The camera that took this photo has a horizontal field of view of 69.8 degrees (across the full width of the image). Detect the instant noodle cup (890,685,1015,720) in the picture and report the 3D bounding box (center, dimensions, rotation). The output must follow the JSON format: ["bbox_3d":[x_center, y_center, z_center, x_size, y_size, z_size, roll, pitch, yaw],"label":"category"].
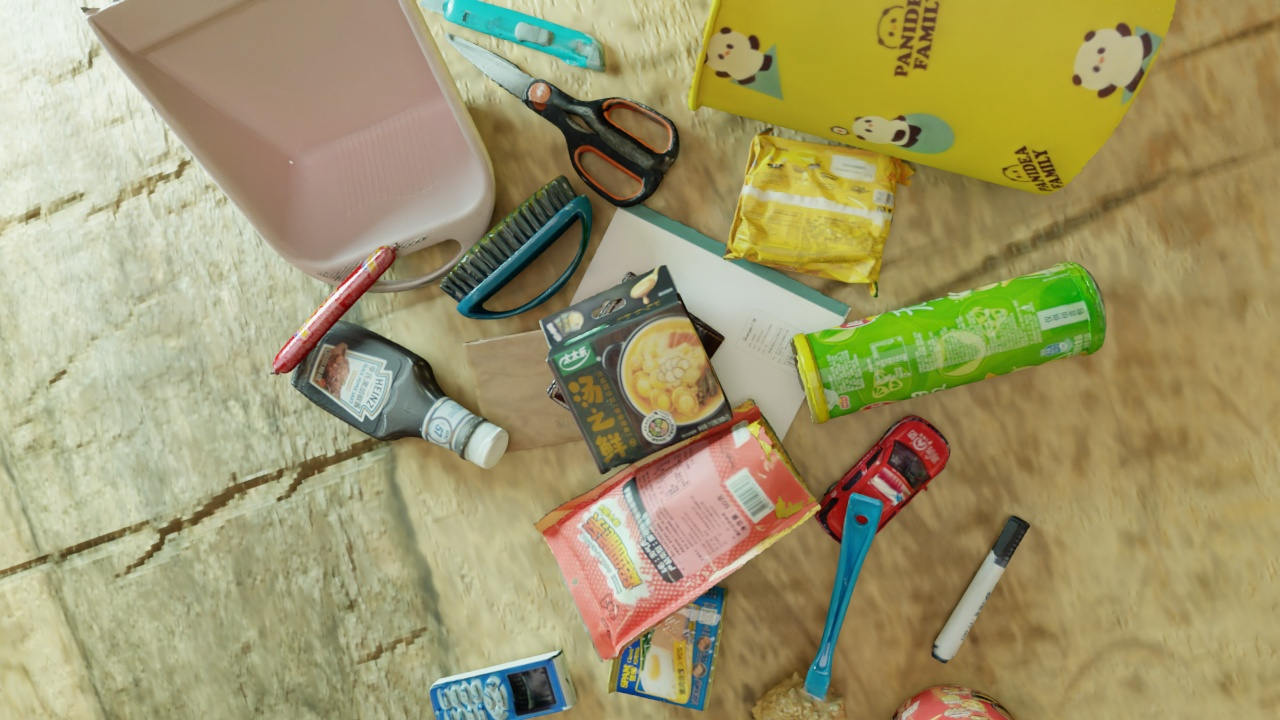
[{"bbox_3d":[0.242,0.318,0.692,0.138,0.108,0.138,1,94,10],"label":"instant noodle cup"}]

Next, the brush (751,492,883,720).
[{"bbox_3d":[0.145,0.222,0.719,0.083,0.045,0.255,17,105,17],"label":"brush"}]

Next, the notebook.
[{"bbox_3d":[0.045,-0.023,0.755,0.209,0.012,0.150,27,98,8],"label":"notebook"}]

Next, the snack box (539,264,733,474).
[{"bbox_3d":[-0.005,0.007,0.711,0.113,0.053,0.126,-24,103,7],"label":"snack box"}]

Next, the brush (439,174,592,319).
[{"bbox_3d":[-0.094,-0.083,0.755,0.144,0.055,0.073,-41,94,10],"label":"brush"}]

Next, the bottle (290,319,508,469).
[{"bbox_3d":[-0.202,0.033,0.776,0.195,0.044,0.080,26,97,14],"label":"bottle"}]

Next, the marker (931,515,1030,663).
[{"bbox_3d":[0.267,0.181,0.724,0.018,0.022,0.131,36,101,50],"label":"marker"}]

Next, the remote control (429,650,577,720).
[{"bbox_3d":[-0.120,0.289,0.798,0.125,0.024,0.049,-16,91,12],"label":"remote control"}]

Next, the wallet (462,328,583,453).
[{"bbox_3d":[-0.085,0.023,0.769,0.115,0.020,0.101,-10,101,13],"label":"wallet"}]

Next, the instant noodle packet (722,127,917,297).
[{"bbox_3d":[0.139,-0.116,0.716,0.128,0.044,0.111,14,95,7],"label":"instant noodle packet"}]

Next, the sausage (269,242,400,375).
[{"bbox_3d":[-0.255,-0.043,0.762,0.156,0.020,0.020,-45,85,6],"label":"sausage"}]

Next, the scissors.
[{"bbox_3d":[-0.081,-0.200,0.758,0.235,0.021,0.125,16,88,8],"label":"scissors"}]

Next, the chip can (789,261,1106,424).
[{"bbox_3d":[0.228,-0.013,0.687,0.221,0.072,0.072,-15,91,8],"label":"chip can"}]

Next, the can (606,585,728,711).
[{"bbox_3d":[0.023,0.229,0.753,0.083,0.057,0.102,11,95,7],"label":"can"}]

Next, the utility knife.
[{"bbox_3d":[-0.106,-0.277,0.766,0.171,0.013,0.029,20,95,8],"label":"utility knife"}]

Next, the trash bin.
[{"bbox_3d":[0.189,-0.241,0.617,0.255,0.229,0.230,20,97,3],"label":"trash bin"}]

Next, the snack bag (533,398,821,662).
[{"bbox_3d":[0.027,0.126,0.714,0.208,0.073,0.128,-35,61,7],"label":"snack bag"}]

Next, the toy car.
[{"bbox_3d":[0.191,0.097,0.721,0.053,0.045,0.120,42,97,4],"label":"toy car"}]

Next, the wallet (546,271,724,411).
[{"bbox_3d":[-0.004,0.004,0.742,0.096,0.020,0.122,34,98,-4],"label":"wallet"}]

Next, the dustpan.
[{"bbox_3d":[-0.234,-0.172,0.702,0.223,0.273,0.138,-20,65,13],"label":"dustpan"}]
